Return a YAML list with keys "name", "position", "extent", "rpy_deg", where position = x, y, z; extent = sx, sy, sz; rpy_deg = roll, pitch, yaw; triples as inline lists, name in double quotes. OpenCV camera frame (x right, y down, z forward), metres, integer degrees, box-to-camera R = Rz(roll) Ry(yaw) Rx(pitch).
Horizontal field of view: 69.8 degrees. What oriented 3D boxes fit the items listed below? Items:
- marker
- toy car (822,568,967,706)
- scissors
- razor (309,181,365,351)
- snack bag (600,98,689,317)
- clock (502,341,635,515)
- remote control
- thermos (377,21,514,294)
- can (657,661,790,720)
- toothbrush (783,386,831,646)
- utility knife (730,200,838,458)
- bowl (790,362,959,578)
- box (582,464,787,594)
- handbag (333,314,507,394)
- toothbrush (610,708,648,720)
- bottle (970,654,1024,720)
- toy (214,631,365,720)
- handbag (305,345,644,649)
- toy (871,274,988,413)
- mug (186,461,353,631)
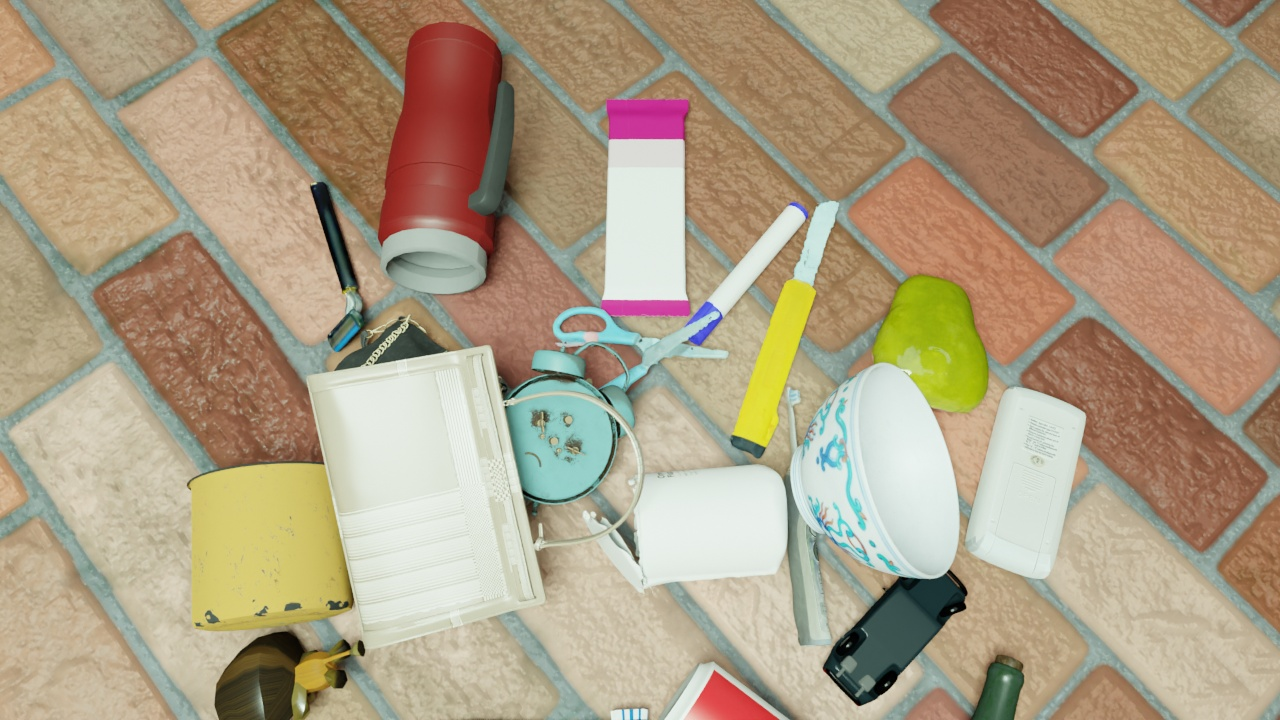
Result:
- name: "marker"
  position: [0.083, -0.070, 0.718]
  extent: [0.020, 0.020, 0.141]
  rpy_deg: [38, 73, 10]
- name: "toy car"
  position: [0.173, 0.183, 0.625]
  extent: [0.112, 0.034, 0.046]
  rpy_deg: [-42, 77, -14]
- name: "scissors"
  position: [-0.002, 0.006, 0.682]
  extent: [0.141, 0.015, 0.111]
  rpy_deg: [5, 76, 14]
- name: "razor"
  position: [-0.234, -0.078, 0.710]
  extent: [0.022, 0.043, 0.144]
  rpy_deg: [6, 57, -47]
- name: "snack bag"
  position: [0.005, -0.126, 0.737]
  extent: [0.070, 0.016, 0.196]
  rpy_deg: [-1, 71, 2]
- name: "clock"
  position: [-0.056, 0.042, 0.641]
  extent: [0.090, 0.053, 0.124]
  rpy_deg: [43, 72, -18]
- name: "remote control"
  position: [0.281, 0.086, 0.668]
  extent: [0.060, 0.025, 0.138]
  rpy_deg: [21, 69, 5]
- name: "thermos"
  position: [-0.141, -0.158, 0.700]
  extent: [0.108, 0.084, 0.198]
  rpy_deg: [-14, 64, 32]
- name: "can"
  position: [0.074, 0.256, 0.577]
  extent: [0.132, 0.070, 0.070]
  rpy_deg: [35, 73, 10]
- name: "toothbrush"
  position: [0.114, 0.108, 0.656]
  extent: [0.024, 0.022, 0.185]
  rpy_deg: [-15, 67, 31]
- name: "utility knife"
  position: [0.116, -0.030, 0.707]
  extent: [0.030, 0.019, 0.223]
  rpy_deg: [22, 76, -1]
- name: "bowl"
  position: [0.151, 0.080, 0.627]
  extent: [0.074, 0.143, 0.143]
  rpy_deg: [-20, 66, 37]
- name: "box"
  position: [0.027, 0.117, 0.621]
  extent: [0.143, 0.080, 0.089]
  rpy_deg: [-2, 85, -2]
- name: "handbag"
  position: [-0.159, 0.020, 0.667]
  extent: [0.128, 0.054, 0.079]
  rpy_deg: [34, 62, 12]
- name: "toothbrush"
  position: [-0.078, 0.242, 0.605]
  extent: [0.167, 0.014, 0.014]
  rpy_deg: [-2, 60, -1]
- name: "bottle"
  position: [0.213, 0.273, 0.585]
  extent: [0.055, 0.055, 0.173]
  rpy_deg: [23, 70, 6]
- name: "toy"
  position: [-0.222, 0.203, 0.590]
  extent: [0.100, 0.063, 0.076]
  rpy_deg: [-19, 35, 6]
- name: "handbag"
  position: [-0.094, 0.075, 0.579]
  extent: [0.198, 0.062, 0.175]
  rpy_deg: [-12, 91, 14]
- name: "toy"
  position: [0.220, -0.016, 0.688]
  extent: [0.090, 0.051, 0.109]
  rpy_deg: [15, 68, 1]
- name: "mug"
  position: [-0.248, 0.127, 0.602]
  extent: [0.124, 0.100, 0.094]
  rpy_deg: [-19, 70, 30]
